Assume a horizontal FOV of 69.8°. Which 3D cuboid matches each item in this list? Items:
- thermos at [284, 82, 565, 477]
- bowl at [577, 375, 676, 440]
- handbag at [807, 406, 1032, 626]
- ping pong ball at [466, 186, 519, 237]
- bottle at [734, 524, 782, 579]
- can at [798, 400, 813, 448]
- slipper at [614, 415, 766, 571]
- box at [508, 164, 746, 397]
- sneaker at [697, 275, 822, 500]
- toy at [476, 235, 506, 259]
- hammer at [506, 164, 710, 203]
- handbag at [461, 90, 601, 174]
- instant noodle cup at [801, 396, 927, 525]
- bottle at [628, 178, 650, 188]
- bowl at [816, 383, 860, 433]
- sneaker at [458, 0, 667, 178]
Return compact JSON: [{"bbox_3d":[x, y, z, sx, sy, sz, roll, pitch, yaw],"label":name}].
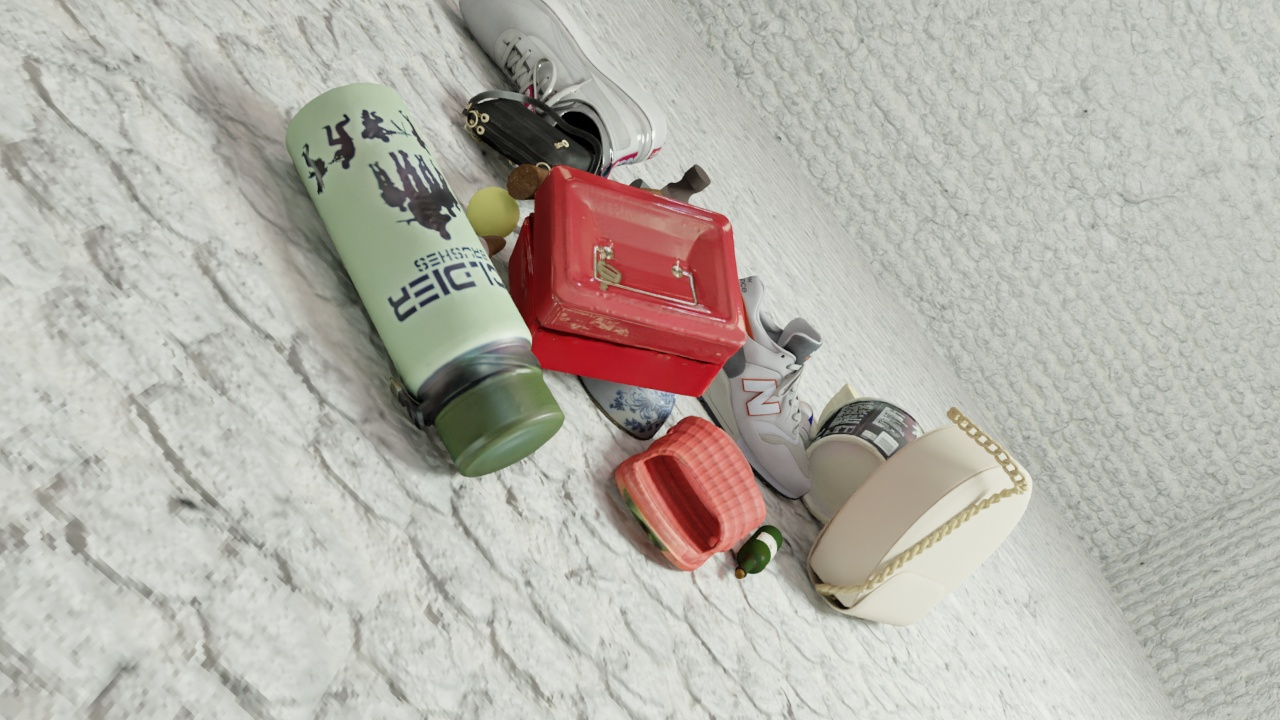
[{"bbox_3d":[-0.125,-0.044,0.524,0.231,0.082,0.082,60,22,14],"label":"thermos"},{"bbox_3d":[-0.004,0.004,0.745,0.114,0.045,0.114,44,23,-25],"label":"bowl"},{"bbox_3d":[0.273,0.163,0.867,0.210,0.209,0.103,28,16,-49],"label":"handbag"},{"bbox_3d":[-0.112,-0.112,0.699,0.040,0.040,0.040,44,23,-25],"label":"ping pong ball"},{"bbox_3d":[0.094,0.159,0.748,0.025,0.025,0.106,57,21,7],"label":"bottle"},{"bbox_3d":[0.178,0.075,1.048,0.032,0.032,0.095,53,21,-4],"label":"can"},{"bbox_3d":[0.056,0.092,0.724,0.103,0.059,0.248,57,20,8],"label":"slipper"},{"bbox_3d":[-0.014,-0.049,0.680,0.157,0.111,0.133,14,50,-24],"label":"box"},{"bbox_3d":[0.127,0.017,0.896,0.240,0.124,0.088,51,21,-9],"label":"sneaker"},{"bbox_3d":[-0.113,-0.051,0.605,0.055,0.042,0.101,64,14,-52],"label":"toy"},{"bbox_3d":[-0.029,-0.145,0.821,0.033,0.115,0.322,57,21,7],"label":"hammer"},{"bbox_3d":[-0.099,-0.195,0.811,0.128,0.054,0.079,37,24,8],"label":"handbag"},{"bbox_3d":[0.233,0.116,0.981,0.137,0.138,0.112,58,31,9],"label":"instant noodle cup"},{"bbox_3d":[0.027,-0.170,1.102,0.113,0.030,0.030,41,25,-32],"label":"bottle"},{"bbox_3d":[0.262,0.109,1.105,0.151,0.075,0.150,50,14,-18],"label":"bowl"},{"bbox_3d":[-0.099,-0.284,0.939,0.263,0.097,0.128,43,44,-6],"label":"sneaker"}]
